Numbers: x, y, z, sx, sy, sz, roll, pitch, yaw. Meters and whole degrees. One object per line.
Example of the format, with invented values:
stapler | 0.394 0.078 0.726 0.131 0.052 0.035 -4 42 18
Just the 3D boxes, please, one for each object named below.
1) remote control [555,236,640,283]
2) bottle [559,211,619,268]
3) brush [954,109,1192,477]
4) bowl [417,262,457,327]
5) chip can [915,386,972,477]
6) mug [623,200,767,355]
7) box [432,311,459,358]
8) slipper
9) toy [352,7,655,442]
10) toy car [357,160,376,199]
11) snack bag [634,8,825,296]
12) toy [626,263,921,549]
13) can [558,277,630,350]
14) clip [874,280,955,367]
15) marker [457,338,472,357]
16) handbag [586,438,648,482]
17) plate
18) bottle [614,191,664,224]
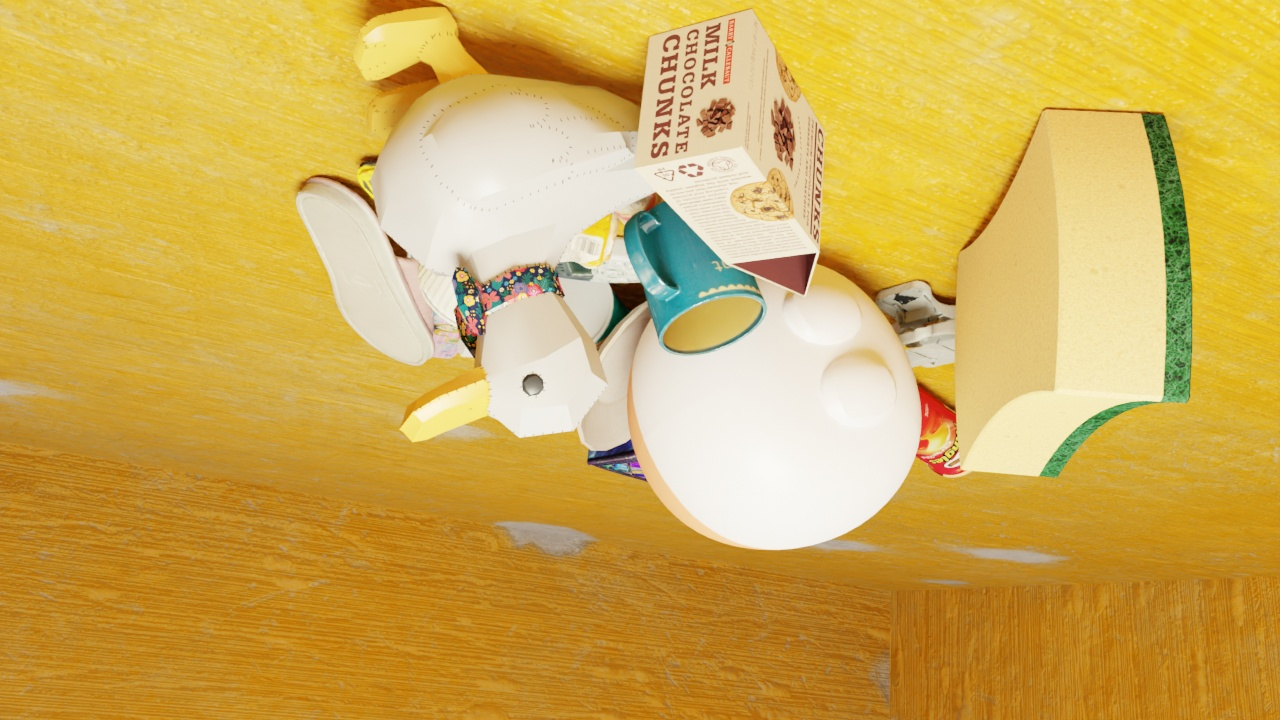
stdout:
remote control | -0.036 -0.095 0.862 0.114 0.028 0.060 5 161 5
bottle | -0.074 -0.115 0.766 0.108 0.063 0.063 10 161 -7
brush | 0.298 -0.035 0.666 0.075 0.194 0.250 4 161 6
bowl | -0.133 -0.086 0.808 0.115 0.115 0.063 12 145 -18
chip can | 0.360 0.084 1.172 0.087 0.087 0.213 -10 155 40
mug | 0.031 -0.072 0.694 0.085 0.104 0.112 -34 148 31
box | -0.197 -0.044 1.070 0.159 0.035 0.231 8 162 -20
slipper | -0.258 -0.084 0.901 0.114 0.054 0.275 22 151 13
toy | -0.080 -0.088 0.578 0.246 0.267 0.141 -30 170 -17
toy car | -0.204 -0.139 0.785 0.049 0.030 0.107 2 162 10
snack bag | 0.080 -0.127 0.626 0.070 0.094 0.206 -4 159 29
toy | 0.115 0.046 0.851 0.265 0.262 0.282 -12 161 -28
can | -0.052 -0.027 0.957 0.099 0.099 0.144 0 160 19
clip | 0.295 -0.033 0.911 0.147 0.081 0.125 22 154 -34
marker | -0.155 -0.013 1.092 0.125 0.025 0.025 4 166 -36
handbag | 0.060 0.093 1.236 0.204 0.125 0.223 21 155 -38
plate | -0.006 0.006 0.924 0.027 0.188 0.189 34 174 26
bottle | -0.008 -0.131 0.724 0.044 0.044 0.109 -2 160 23
